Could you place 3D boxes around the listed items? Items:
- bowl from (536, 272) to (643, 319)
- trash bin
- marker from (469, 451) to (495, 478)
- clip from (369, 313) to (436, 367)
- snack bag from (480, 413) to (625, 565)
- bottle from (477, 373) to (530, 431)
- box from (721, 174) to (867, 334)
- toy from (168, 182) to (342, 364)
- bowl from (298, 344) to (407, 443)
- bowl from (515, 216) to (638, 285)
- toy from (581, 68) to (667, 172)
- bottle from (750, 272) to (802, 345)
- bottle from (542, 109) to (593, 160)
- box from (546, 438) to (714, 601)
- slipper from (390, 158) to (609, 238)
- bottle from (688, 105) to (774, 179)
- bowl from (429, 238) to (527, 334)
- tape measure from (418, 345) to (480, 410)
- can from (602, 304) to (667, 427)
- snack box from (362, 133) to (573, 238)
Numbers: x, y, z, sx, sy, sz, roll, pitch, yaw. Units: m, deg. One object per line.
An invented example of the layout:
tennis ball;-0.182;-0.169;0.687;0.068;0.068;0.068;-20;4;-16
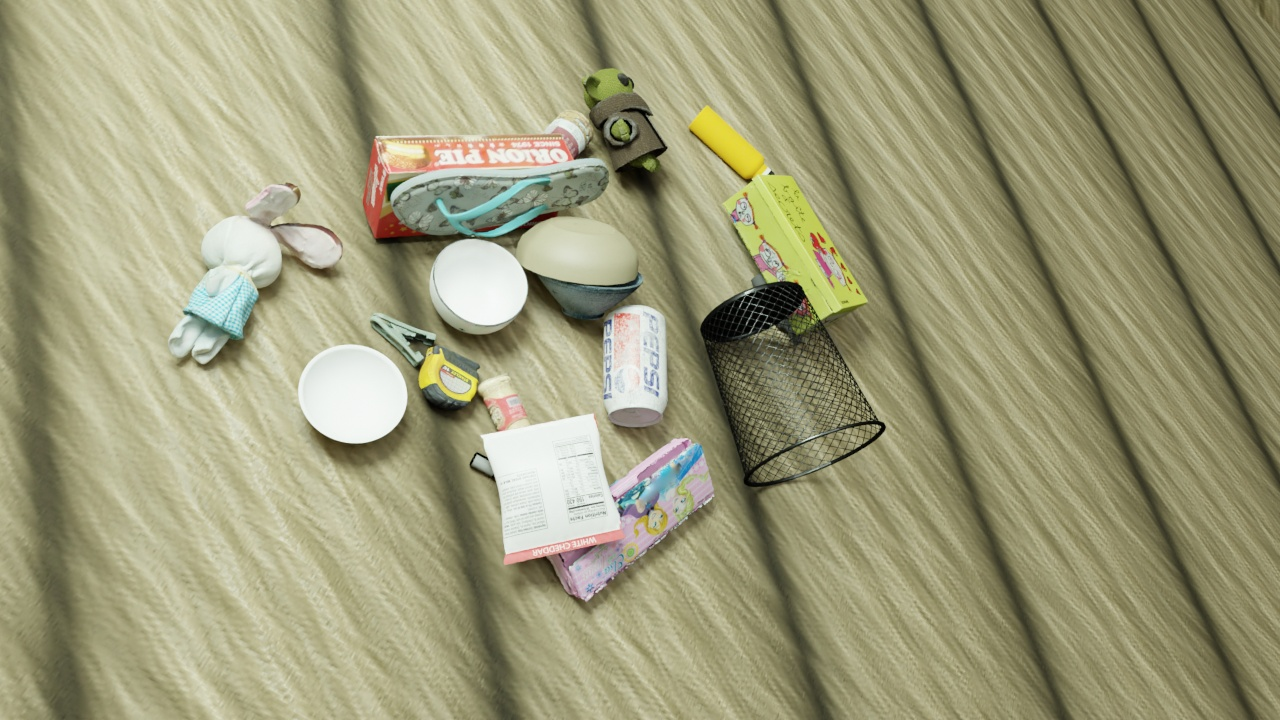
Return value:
bowl;-0.068;-0.086;1.139;0.137;0.057;0.137;8;21;-4
trash bin;0.179;0.026;1.160;0.183;0.185;0.210;-8;66;-30
marker;-0.128;0.144;1.038;0.140;0.016;0.016;30;57;-12
clip;-0.274;-0.029;1.042;0.076;0.023;0.059;34;55;-12
snack bag;-0.096;0.135;0.993;0.130;0.039;0.144;-11;71;-11
bottle;-0.147;0.070;1.047;0.044;0.044;0.109;-21;78;-33
box;0.217;-0.152;1.291;0.124;0.081;0.221;-11;72;-57
toy;-0.425;-0.087;0.966;0.106;0.131;0.205;20;69;27
bowl;-0.309;0.042;0.979;0.109;0.041;0.109;11;63;-22
bowl;-0.074;-0.141;1.121;0.152;0.050;0.152;9;21;-4
toy;-0.021;-0.325;1.252;0.153;0.078;0.179;64;15;-3
bottle;0.196;-0.072;1.295;0.030;0.030;0.113;-22;79;-33
bottle;-0.111;-0.282;1.221;0.056;0.056;0.105;38;56;-7
box;-0.003;0.178;1.056;0.229;0.053;0.084;-33;100;-34
slipper;-0.155;-0.179;1.073;0.268;0.098;0.054;-13;63;-27
bottle;0.139;-0.316;1.372;0.143;0.043;0.043;41;56;-4
bowl;-0.195;-0.079;1.079;0.113;0.063;0.113;11;62;-22
tape measure;-0.217;0.023;1.034;0.065;0.037;0.064;26;56;-35
can;-0.007;0.007;1.127;0.078;0.078;0.136;11;63;-23
snack box;-0.205;-0.211;1.101;0.235;0.113;0.060;-9;61;-30
